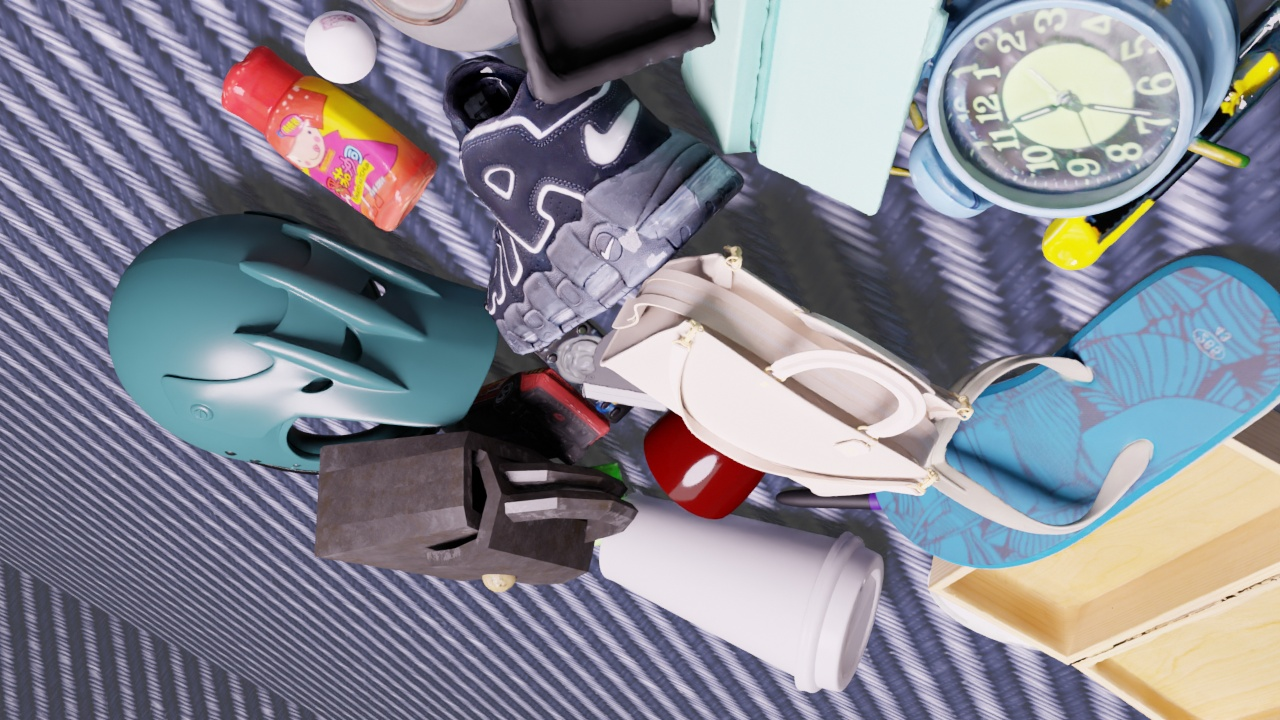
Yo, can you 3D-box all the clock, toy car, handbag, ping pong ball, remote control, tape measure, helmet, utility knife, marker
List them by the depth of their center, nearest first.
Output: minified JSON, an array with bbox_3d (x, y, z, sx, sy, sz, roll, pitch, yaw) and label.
[{"bbox_3d":[-0.038,-0.215,0.373,0.071,0.094,0.192,42,154,52],"label":"toy car"},{"bbox_3d":[0.165,-0.117,0.394,0.162,0.059,0.118,-2,132,43],"label":"clock"},{"bbox_3d":[0.241,-0.100,0.411,0.029,0.020,0.173,24,143,-1],"label":"utility knife"},{"bbox_3d":[0.088,0.008,0.519,0.194,0.101,0.198,31,169,-12],"label":"handbag"},{"bbox_3d":[-0.175,-0.183,0.537,0.040,0.040,0.040,16,143,13],"label":"ping pong ball"},{"bbox_3d":[-0.004,0.004,0.649,0.060,0.062,0.020,9,141,13],"label":"tape measure"},{"bbox_3d":[-0.051,-0.011,0.683,0.045,0.021,0.140,-43,112,7],"label":"remote control"},{"bbox_3d":[-0.101,0.120,0.688,0.200,0.102,0.197,-12,158,20],"label":"handbag"},{"bbox_3d":[-0.253,-0.011,0.693,0.274,0.176,0.201,16,150,-8],"label":"helmet"},{"bbox_3d":[0.167,0.109,0.715,0.134,0.015,0.018,-5,162,35],"label":"marker"},{"bbox_3d":[-0.104,0.051,0.771,0.081,0.056,0.190,42,145,-21],"label":"toy car"}]

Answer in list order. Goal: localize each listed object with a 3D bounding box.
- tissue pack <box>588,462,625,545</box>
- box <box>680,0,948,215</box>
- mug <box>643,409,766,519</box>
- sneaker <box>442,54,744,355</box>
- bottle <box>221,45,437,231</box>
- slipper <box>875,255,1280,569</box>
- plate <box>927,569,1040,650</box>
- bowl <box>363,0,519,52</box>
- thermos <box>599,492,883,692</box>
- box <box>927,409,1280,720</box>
[{"bbox_3d":[-0.063,0.139,0.843,0.099,0.034,0.114,-8,142,-5],"label":"tissue pack"},{"bbox_3d":[0.063,-0.159,0.377,0.138,0.052,0.187,52,157,32],"label":"box"},{"bbox_3d":[0.073,0.057,0.668,0.114,0.087,0.089,17,130,-36],"label":"mug"},{"bbox_3d":[-0.063,-0.096,0.524,0.151,0.097,0.253,51,153,-9],"label":"sneaker"},{"bbox_3d":[-0.202,-0.145,0.594,0.134,0.048,0.072,36,145,-13],"label":"bottle"},{"bbox_3d":[0.230,0.051,0.532,0.118,0.060,0.296,58,143,16],"label":"slipper"},{"bbox_3d":[0.310,0.187,0.727,0.157,0.014,0.157,17,143,13],"label":"plate"},{"bbox_3d":[-0.104,-0.208,0.450,0.151,0.056,0.151,17,143,13],"label":"bowl"},{"bbox_3d":[0.080,0.183,0.779,0.222,0.131,0.132,15,143,27],"label":"thermos"},{"bbox_3d":[0.362,0.149,0.590,0.253,0.067,0.248,36,140,3],"label":"box"}]
